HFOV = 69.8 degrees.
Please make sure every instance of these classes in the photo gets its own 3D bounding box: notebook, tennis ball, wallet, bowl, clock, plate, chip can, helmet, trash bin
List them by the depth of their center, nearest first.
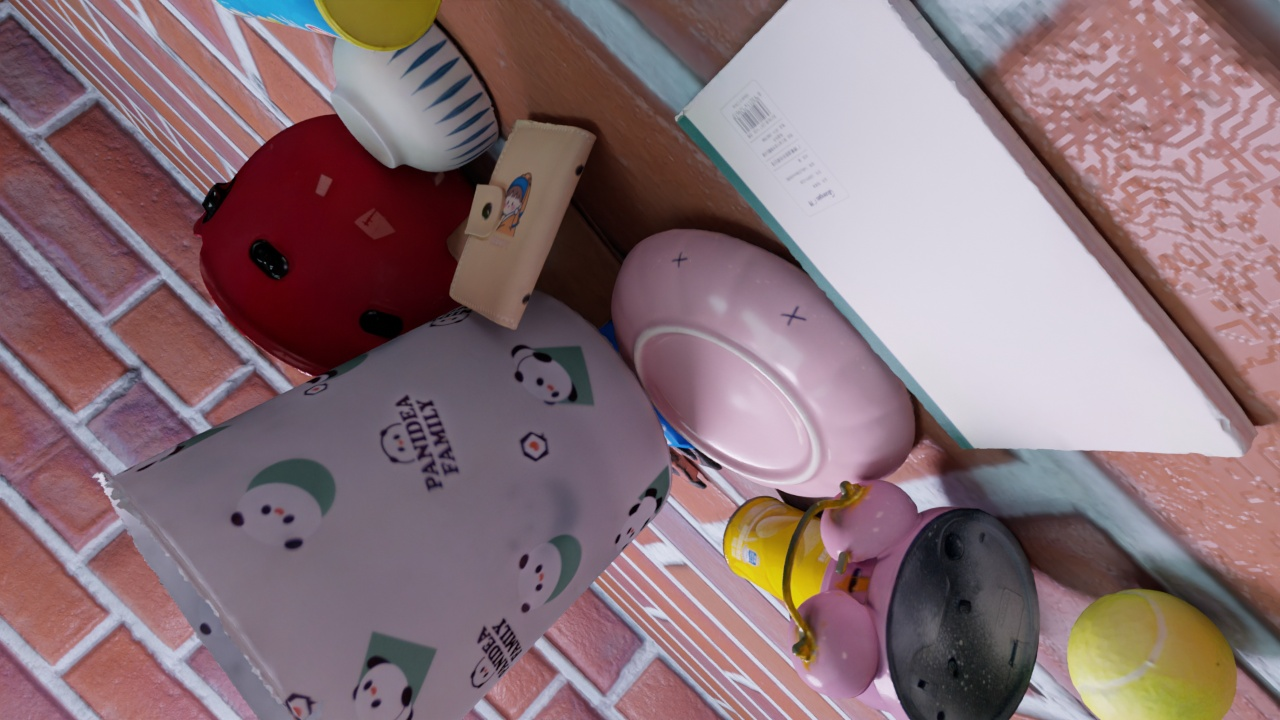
[{"bbox_3d":[0.108,-0.041,0.355,0.209,0.012,0.150,47,164,-8],"label":"notebook"},{"bbox_3d":[0.225,0.135,0.406,0.065,0.065,0.065,41,163,15],"label":"tennis ball"},{"bbox_3d":[0.134,0.126,0.474,0.158,0.117,0.060,30,160,-27],"label":"clock"},{"bbox_3d":[0.055,0.015,0.510,0.192,0.039,0.193,31,152,19],"label":"plate"},{"bbox_3d":[-0.073,-0.082,0.525,0.024,0.115,0.087,19,-175,-37],"label":"wallet"},{"bbox_3d":[-0.195,-0.227,0.532,0.210,0.071,0.071,28,157,44],"label":"chip can"},{"bbox_3d":[-0.130,0.092,0.540,0.230,0.251,0.230,34,143,29],"label":"trash bin"},{"bbox_3d":[-0.154,-0.167,0.588,0.116,0.066,0.117,41,164,14],"label":"bowl"},{"bbox_3d":[-0.064,-0.063,0.592,0.101,0.020,0.115,-37,91,38],"label":"wallet"},{"bbox_3d":[0.145,0.155,0.640,0.072,0.072,0.214,53,163,-26],"label":"chip can"},{"bbox_3d":[-0.197,-0.094,0.666,0.207,0.144,0.239,31,-164,-16],"label":"helmet"}]

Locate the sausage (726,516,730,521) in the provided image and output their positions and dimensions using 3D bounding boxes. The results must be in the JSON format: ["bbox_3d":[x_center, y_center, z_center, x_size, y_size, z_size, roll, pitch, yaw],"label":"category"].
[{"bbox_3d":[0.119,0.155,0.794,0.020,0.020,0.156,52,162,-24],"label":"sausage"}]

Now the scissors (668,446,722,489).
[{"bbox_3d":[-0.015,0.051,0.834,0.224,0.015,0.189,44,162,-21],"label":"scissors"}]

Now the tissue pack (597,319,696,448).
[{"bbox_3d":[-0.004,0.004,0.665,0.157,0.052,0.095,51,161,-19],"label":"tissue pack"}]
